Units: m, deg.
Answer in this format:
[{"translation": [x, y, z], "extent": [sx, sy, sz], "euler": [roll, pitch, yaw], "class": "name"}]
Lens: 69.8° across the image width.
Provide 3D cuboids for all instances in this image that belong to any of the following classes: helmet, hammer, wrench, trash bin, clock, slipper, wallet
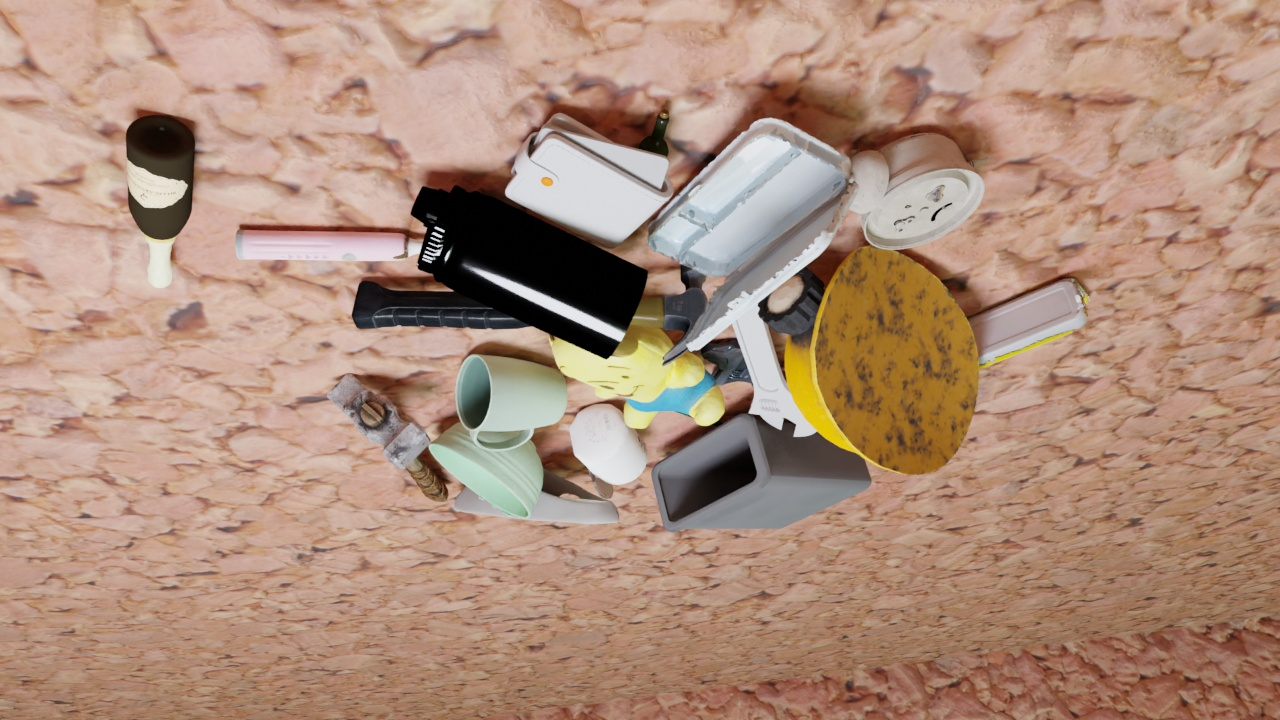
[{"translation": [0.221, 0.003, 0.943], "extent": [0.255, 0.205, 0.132], "euler": [37, 159, -29], "class": "helmet"}, {"translation": [-0.286, 0.118, 1.126], "extent": [0.048, 0.121, 0.319], "euler": [-48, 163, -17], "class": "hammer"}, {"translation": [0.166, 0.030, 1.107], "extent": [0.273, 0.022, 0.074], "euler": [23, 133, -38], "class": "wrench"}, {"translation": [0.161, 0.155, 1.214], "extent": [0.219, 0.097, 0.192], "euler": [9, 147, -41], "class": "trash bin"}, {"translation": [0.216, -0.151, 0.781], "extent": [0.156, 0.061, 0.104], "euler": [3, 147, -29], "class": "clock"}, {"translation": [-0.102, -0.047, 0.866], "extent": [0.333, 0.117, 0.025], "euler": [0, 144, -1], "class": "hammer"}, {"translation": [-0.139, 0.171, 1.222], "extent": [0.266, 0.080, 0.112], "euler": [-2, 174, 42], "class": "slipper"}, {"translation": [-0.037, -0.149, 0.736], "extent": [0.118, 0.037, 0.116], "euler": [26, 145, -23], "class": "wallet"}, {"translation": [0.144, 0.004, 1.006], "extent": [0.087, 0.018, 0.273], "euler": [6, 146, 24], "class": "wrench"}]

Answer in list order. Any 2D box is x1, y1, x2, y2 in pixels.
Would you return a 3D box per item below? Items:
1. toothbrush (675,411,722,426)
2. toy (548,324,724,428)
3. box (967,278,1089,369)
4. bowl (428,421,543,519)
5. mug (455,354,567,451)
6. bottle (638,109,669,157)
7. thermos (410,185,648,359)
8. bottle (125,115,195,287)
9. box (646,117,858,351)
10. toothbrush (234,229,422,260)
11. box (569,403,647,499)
[{"translation": [0.076, 0.076, 1.173], "extent": [0.016, 0.017, 0.189], "euler": [-29, 142, 36], "class": "toothbrush"}, {"translation": [-0.006, 0.006, 0.972], "extent": [0.149, 0.083, 0.214], "euler": [-5, 153, 37], "class": "toy"}, {"translation": [0.388, -0.029, 1.021], "extent": [0.210, 0.057, 0.117], "euler": [-27, -179, 29], "class": "box"}, {"translation": [-0.176, 0.121, 1.120], "extent": [0.151, 0.076, 0.151], "euler": [30, 157, 14], "class": "bowl"}, {"translation": [-0.144, 0.051, 1.015], "extent": [0.103, 0.084, 0.111], "euler": [5, 116, -38], "class": "mug"}, {"translation": [0.008, -0.165, 0.753], "extent": [0.025, 0.025, 0.106], "euler": [2, 148, -13], "class": "bottle"}, {"translation": [-0.101, -0.080, 0.779], "extent": [0.198, 0.085, 0.086], "euler": [24, 142, -11], "class": "thermos"}, {"translation": [-0.389, -0.118, 0.743], "extent": [0.045, 0.045, 0.185], "euler": [9, 146, -23], "class": "bottle"}, {"translation": [0.083, -0.085, 0.756], "extent": [0.106, 0.127, 0.216], "euler": [18, 155, -19], "class": "box"}, {"translation": [-0.240, -0.101, 0.814], "extent": [0.222, 0.026, 0.027], "euler": [0, 160, -9], "class": "toothbrush"}, {"translation": [-0.037, 0.119, 1.173], "extent": [0.092, 0.083, 0.166], "euler": [-23, 147, 8], "class": "box"}]
